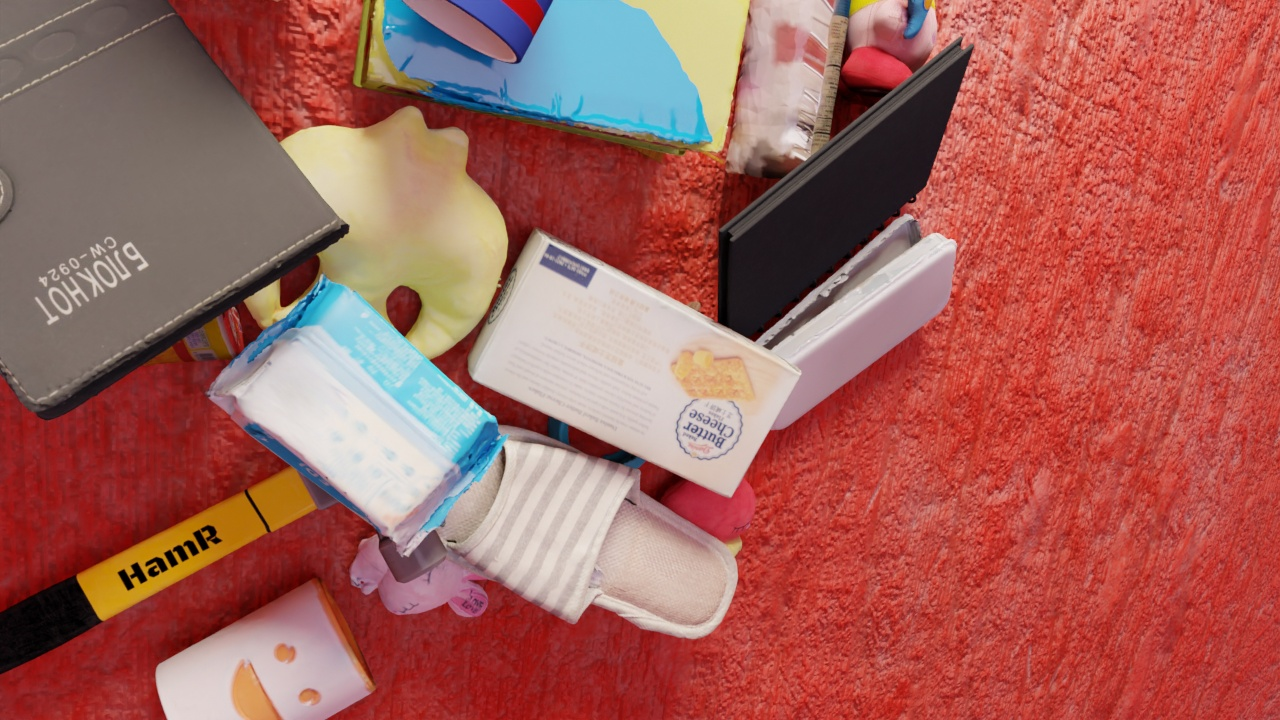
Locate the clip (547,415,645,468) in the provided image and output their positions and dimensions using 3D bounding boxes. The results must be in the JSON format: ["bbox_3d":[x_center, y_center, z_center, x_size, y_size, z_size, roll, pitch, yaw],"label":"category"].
[{"bbox_3d":[-0.023,0.075,0.694,0.118,0.033,0.120,-34,118,-21],"label":"clip"}]

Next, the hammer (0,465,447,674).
[{"bbox_3d":[-0.289,0.117,0.530,0.324,0.034,0.170,-28,93,-12],"label":"hammer"}]

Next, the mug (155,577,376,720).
[{"bbox_3d":[-0.232,0.198,0.576,0.105,0.082,0.082,-27,116,-20],"label":"mug"}]

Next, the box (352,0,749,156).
[{"bbox_3d":[-0.052,-0.201,0.550,0.220,0.079,0.124,5,101,-20],"label":"box"}]

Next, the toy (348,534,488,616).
[{"bbox_3d":[-0.142,0.147,0.634,0.110,0.047,0.063,18,102,-36],"label":"toy"}]

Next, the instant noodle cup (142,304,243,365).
[{"bbox_3d":[-0.277,-0.038,0.478,0.112,0.100,0.100,-12,110,-18],"label":"instant noodle cup"}]

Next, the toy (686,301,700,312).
[{"bbox_3d":[0.043,0.012,0.700,0.055,0.041,0.102,-24,105,23],"label":"toy"}]

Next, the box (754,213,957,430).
[{"bbox_3d":[0.174,-0.025,0.750,0.213,0.063,0.118,-38,136,-17],"label":"box"}]

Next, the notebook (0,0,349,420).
[{"bbox_3d":[-0.270,-0.097,0.435,0.169,0.029,0.209,-38,81,-18],"label":"notebook"}]

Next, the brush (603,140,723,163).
[{"bbox_3d":[0.003,-0.166,0.639,0.126,0.017,0.048,20,94,-32],"label":"brush"}]

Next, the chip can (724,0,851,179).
[{"bbox_3d":[0.109,-0.241,0.644,0.079,0.080,0.230,-1,105,-29],"label":"chip can"}]

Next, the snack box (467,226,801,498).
[{"bbox_3d":[-0.004,0.004,0.631,0.207,0.057,0.104,26,97,-19],"label":"snack box"}]

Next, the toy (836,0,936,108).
[{"bbox_3d":[0.172,-0.259,0.666,0.097,0.124,0.131,17,100,8],"label":"toy"}]

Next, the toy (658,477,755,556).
[{"bbox_3d":[0.055,0.118,0.736,0.091,0.045,0.135,1,110,-32],"label":"toy"}]

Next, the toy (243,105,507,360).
[{"bbox_3d":[-0.153,-0.075,0.551,0.170,0.064,0.155,18,105,-37],"label":"toy"}]

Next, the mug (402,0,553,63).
[{"bbox_3d":[-0.091,-0.211,0.458,0.112,0.075,0.076,28,91,3],"label":"mug"}]

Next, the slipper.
[{"bbox_3d":[-0.034,0.127,0.645,0.272,0.054,0.114,28,74,-28],"label":"slipper"}]

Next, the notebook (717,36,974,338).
[{"bbox_3d":[0.145,-0.112,0.679,0.231,0.019,0.169,-40,157,-14],"label":"notebook"}]

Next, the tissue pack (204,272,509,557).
[{"bbox_3d":[-0.153,0.033,0.511,0.144,0.062,0.092,44,65,-14],"label":"tissue pack"}]
